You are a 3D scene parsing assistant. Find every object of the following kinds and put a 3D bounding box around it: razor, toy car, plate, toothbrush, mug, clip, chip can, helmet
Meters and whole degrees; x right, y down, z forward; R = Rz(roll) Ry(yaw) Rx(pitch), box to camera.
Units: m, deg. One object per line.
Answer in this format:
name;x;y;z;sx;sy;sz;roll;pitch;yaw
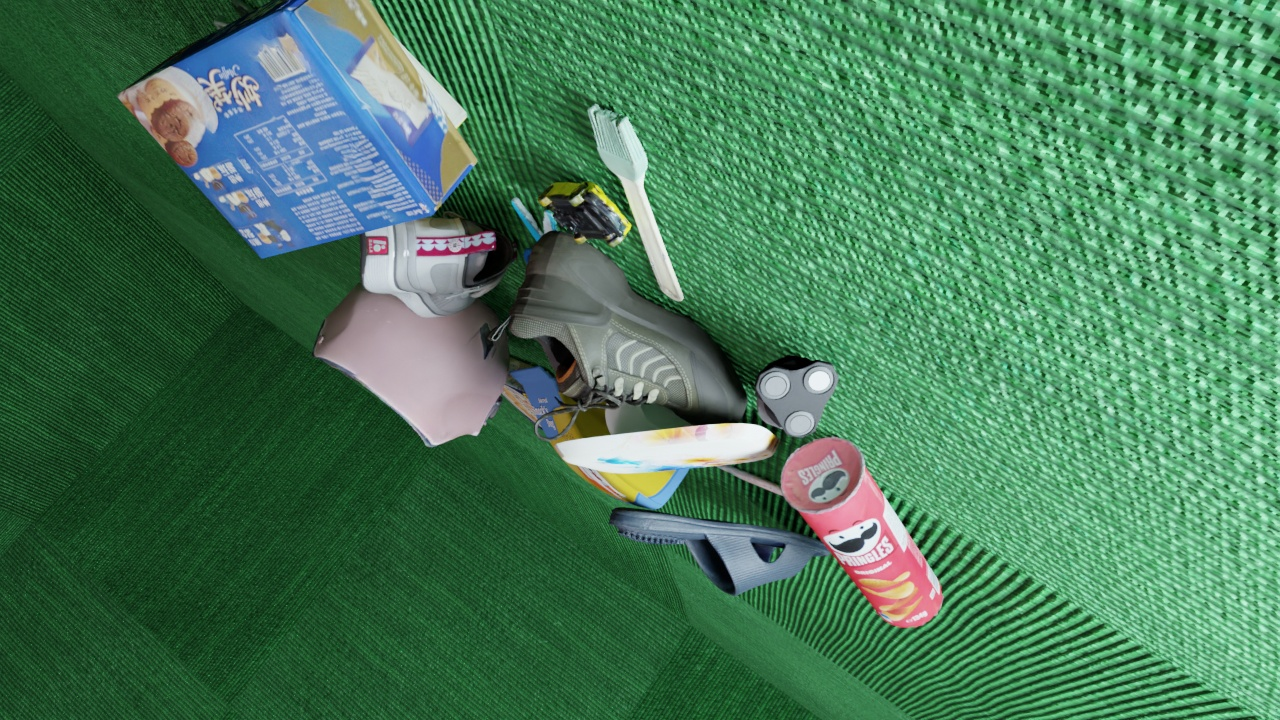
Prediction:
razor;0.113;0.028;0.696;0.057;0.060;0.156;-7;175;3
toy car;-0.039;-0.110;0.673;0.049;0.030;0.107;47;168;-26
plate;0.029;0.085;0.837;0.187;0.016;0.187;-8;166;16
toothbrush;0.101;0.127;1.042;0.181;0.018;0.016;16;154;50
mug;0.032;0.047;0.892;0.114;0.080;0.088;9;163;-16
clip;-0.341;-0.285;0.807;0.078;0.049;0.023;40;167;16
chip can;0.205;0.162;0.827;0.073;0.073;0.233;20;156;46
helmet;-0.255;-0.026;1.107;0.230;0.153;0.255;38;-170;6

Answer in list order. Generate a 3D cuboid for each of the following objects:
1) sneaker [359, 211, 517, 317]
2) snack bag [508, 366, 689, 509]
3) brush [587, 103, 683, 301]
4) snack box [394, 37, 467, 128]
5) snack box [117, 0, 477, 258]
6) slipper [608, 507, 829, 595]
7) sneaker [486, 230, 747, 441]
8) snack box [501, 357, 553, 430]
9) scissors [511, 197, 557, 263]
sneaker;-0.180;-0.098;0.914;0.129;0.096;0.263;-1;177;3
snack bag;-0.055;0.073;1.053;0.205;0.102;0.159;39;166;-14
brush;0.003;-0.100;0.650;0.033;0.012;0.218;30;163;26
snack box;-0.237;-0.204;0.776;0.110;0.061;0.231;45;161;-22
snack box;-0.243;-0.164;0.651;0.203;0.069;0.155;-6;132;35
slipper;0.086;0.221;1.042;0.263;0.082;0.101;12;172;-17
sneaker;-0.022;0.015;0.770;0.238;0.142;0.101;38;164;-16
snack box;-0.142;0.057;1.310;0.145;0.042;0.144;18;155;50
scissors;-0.088;-0.102;0.827;0.114;0.013;0.140;18;157;42
